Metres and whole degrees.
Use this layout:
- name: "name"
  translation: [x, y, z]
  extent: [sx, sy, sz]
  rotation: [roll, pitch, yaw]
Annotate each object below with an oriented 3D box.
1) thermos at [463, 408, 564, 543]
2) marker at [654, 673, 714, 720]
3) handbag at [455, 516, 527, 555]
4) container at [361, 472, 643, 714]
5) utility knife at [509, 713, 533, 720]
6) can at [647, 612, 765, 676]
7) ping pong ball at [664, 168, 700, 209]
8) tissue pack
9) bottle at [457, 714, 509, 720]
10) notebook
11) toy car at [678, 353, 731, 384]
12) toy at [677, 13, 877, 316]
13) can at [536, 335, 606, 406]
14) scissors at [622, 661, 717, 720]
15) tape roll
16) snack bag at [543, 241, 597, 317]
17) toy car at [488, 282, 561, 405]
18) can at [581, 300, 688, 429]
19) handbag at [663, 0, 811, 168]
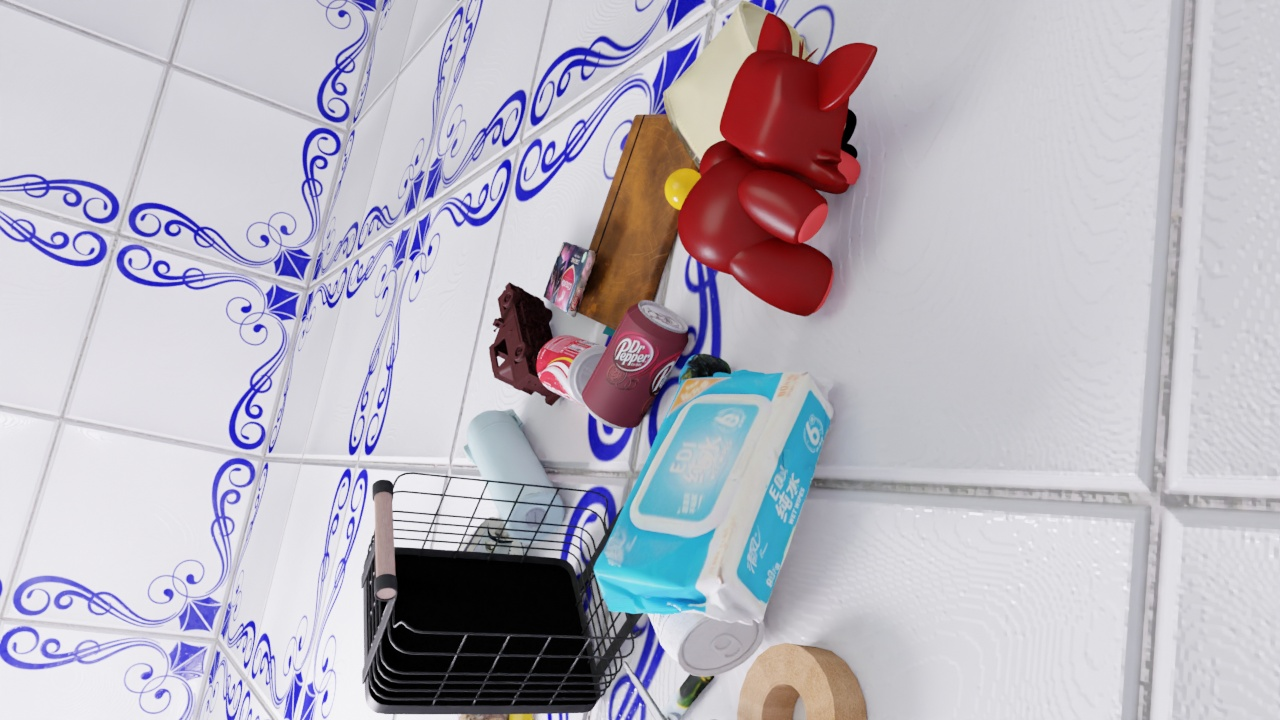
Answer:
- name: "thermos"
  translation: [-0.147, 0.123, 1.037]
  extent: [0.078, 0.065, 0.207]
  rotation: [-37, 33, -5]
- name: "marker"
  translation: [0.015, 0.292, 0.725]
  extent: [0.147, 0.017, 0.017]
  rotation: [-59, 32, 24]
- name: "handbag"
  translation: [-0.188, 0.242, 1.036]
  extent: [0.151, 0.074, 0.175]
  rotation: [-47, 8, 21]
- name: "container"
  translation: [-0.121, 0.197, 0.794]
  extent: [0.131, 0.241, 0.162]
  rotation: [-63, 30, 33]
- name: "utility knife"
  translation: [-0.120, 0.342, 0.924]
  extent: [0.031, 0.017, 0.175]
  rotation: [-11, 61, 26]
- name: "can"
  translation: [0.036, 0.162, 0.693]
  extent: [0.078, 0.078, 0.136]
  rotation: [-61, 32, 21]
- name: "ping pong ball"
  translation: [0.043, -0.165, 0.886]
  extent: [0.040, 0.040, 0.040]
  rotation: [-35, 47, 48]
- name: "tissue pack"
  translation: [0.057, 0.084, 0.640]
  extent: [0.117, 0.066, 0.208]
  rotation: [-3, 47, 40]
- name: "bottle"
  translation: [-0.166, 0.348, 0.964]
  extent: [0.056, 0.056, 0.105]
  rotation: [-55, 35, 29]
- name: "notebook"
  translation: [-0.009, -0.144, 0.991]
  extent: [0.178, 0.014, 0.249]
  rotation: [28, 99, 60]
- name: "toy car"
  translation: [0.048, 0.047, 0.762]
  extent: [0.032, 0.048, 0.105]
  rotation: [-13, 65, 57]
- name: "toy"
  translation: [0.105, -0.149, 0.695]
  extent: [0.158, 0.120, 0.197]
  rotation: [-124, 46, -57]
- name: "can"
  translation: [-0.066, 0.010, 0.958]
  extent: [0.105, 0.064, 0.064]
  rotation: [19, 92, 61]
- name: "scissors"
  translation: [0.029, 0.275, 0.668]
  extent: [0.172, 0.014, 0.141]
  rotation: [-54, 52, 48]
- name: "tape roll"
  translation: [0.103, 0.233, 0.594]
  extent: [0.094, 0.027, 0.093]
  rotation: [-35, 47, 48]
- name: "snack bag"
  translation: [-0.082, -0.097, 1.059]
  extent: [0.074, 0.018, 0.155]
  rotation: [-70, 19, 5]
- name: "toy car"
  translation: [-0.137, -0.015, 1.085]
  extent: [0.062, 0.070, 0.169]
  rotation: [-44, 39, 22]
- name: "can"
  translation: [-0.005, 0.005, 0.858]
  extent: [0.114, 0.063, 0.063]
  rotation: [-60, 32, 22]
- name: "handbag"
  translation: [0.088, -0.232, 0.811]
  extent: [0.120, 0.081, 0.111]
  rotation: [-43, 49, 40]
